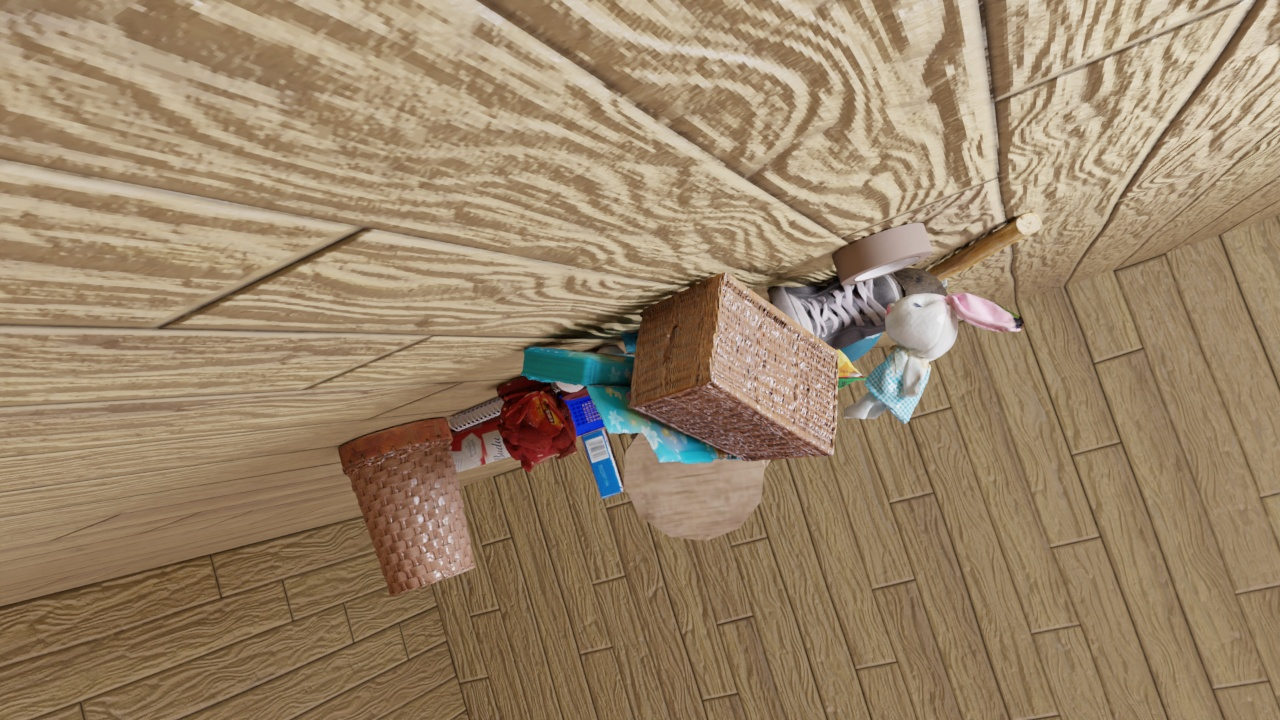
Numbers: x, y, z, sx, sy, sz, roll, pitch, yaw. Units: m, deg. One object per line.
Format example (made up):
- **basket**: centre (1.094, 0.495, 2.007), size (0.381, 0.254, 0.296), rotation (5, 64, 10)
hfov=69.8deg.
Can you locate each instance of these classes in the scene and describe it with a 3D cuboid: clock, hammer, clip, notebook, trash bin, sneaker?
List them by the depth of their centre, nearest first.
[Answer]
- **sneaker**: centre (0.223, -0.056, 1.024), size (0.120, 0.095, 0.234), rotation (-24, 169, 26)
- **clip**: centre (0.039, -0.032, 1.030), size (0.114, 0.028, 0.126), rotation (-26, 170, 41)
- **clock**: centre (-0.058, 0.014, 1.077), size (0.087, 0.044, 0.124), rotation (-17, 175, -6)
- **hammer**: centre (0.412, -0.126, 1.204), size (0.132, 0.033, 0.331), rotation (-15, 172, -12)
- **trash bin**: centre (-0.307, 0.199, 1.242), size (0.151, 0.210, 0.151), rotation (-18, 173, -2)
- **notebook**: centre (-0.140, 0.050, 1.273), size (0.210, 0.022, 0.171), rotation (-21, 174, 32)

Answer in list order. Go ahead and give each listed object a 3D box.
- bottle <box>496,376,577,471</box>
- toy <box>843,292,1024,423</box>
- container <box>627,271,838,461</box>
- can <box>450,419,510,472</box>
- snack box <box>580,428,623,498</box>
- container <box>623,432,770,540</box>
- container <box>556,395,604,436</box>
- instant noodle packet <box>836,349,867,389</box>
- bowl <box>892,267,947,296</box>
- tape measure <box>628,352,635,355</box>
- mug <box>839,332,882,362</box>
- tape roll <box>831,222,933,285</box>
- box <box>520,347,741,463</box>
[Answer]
- **bottle**: centre (-0.125, 0.074, 1.111), size (0.099, 0.111, 0.099), rotation (-17, 174, -2)
- **toy**: centre (0.294, -0.013, 1.004), size (0.206, 0.105, 0.131), rotation (-44, -178, 12)
- **container**: centre (0.092, 0.017, 0.886), size (0.198, 0.113, 0.113), rotation (29, 148, -36)
- **can**: centre (-0.243, 0.129, 1.452), size (0.170, 0.067, 0.067), rotation (-16, 173, -12)
- **snack box**: centre (-0.051, 0.140, 1.264), size (0.033, 0.088, 0.154), rotation (-18, 177, -2)
- **container**: centre (0.084, 0.125, 1.298), size (0.227, 0.227, 0.195), rotation (-19, -167, 13)
- **container**: centre (-0.096, 0.076, 1.259), size (0.096, 0.058, 0.114), rotation (-22, 175, 39)
- **instant noodle packet**: centre (0.168, 0.003, 1.210), size (0.195, 0.090, 0.252), rotation (-2, -170, -3)
- **bowl**: centre (0.320, -0.085, 1.162), size (0.121, 0.056, 0.121), rotation (-23, -175, 2)
- **tape measure**: centre (-0.007, 0.007, 1.217), size (0.058, 0.030, 0.068), rotation (-13, 173, -16)
- **mug**: centre (0.330, -0.060, 1.383), size (0.112, 0.084, 0.104), rotation (-45, 175, -16)
- **tape roll**: centre (0.241, -0.105, 0.915), size (0.093, 0.030, 0.094), rotation (-17, 174, -2)
- **box**: centre (0.011, 0.033, 0.944), size (0.226, 0.181, 0.074), rotation (5, 116, -51)
